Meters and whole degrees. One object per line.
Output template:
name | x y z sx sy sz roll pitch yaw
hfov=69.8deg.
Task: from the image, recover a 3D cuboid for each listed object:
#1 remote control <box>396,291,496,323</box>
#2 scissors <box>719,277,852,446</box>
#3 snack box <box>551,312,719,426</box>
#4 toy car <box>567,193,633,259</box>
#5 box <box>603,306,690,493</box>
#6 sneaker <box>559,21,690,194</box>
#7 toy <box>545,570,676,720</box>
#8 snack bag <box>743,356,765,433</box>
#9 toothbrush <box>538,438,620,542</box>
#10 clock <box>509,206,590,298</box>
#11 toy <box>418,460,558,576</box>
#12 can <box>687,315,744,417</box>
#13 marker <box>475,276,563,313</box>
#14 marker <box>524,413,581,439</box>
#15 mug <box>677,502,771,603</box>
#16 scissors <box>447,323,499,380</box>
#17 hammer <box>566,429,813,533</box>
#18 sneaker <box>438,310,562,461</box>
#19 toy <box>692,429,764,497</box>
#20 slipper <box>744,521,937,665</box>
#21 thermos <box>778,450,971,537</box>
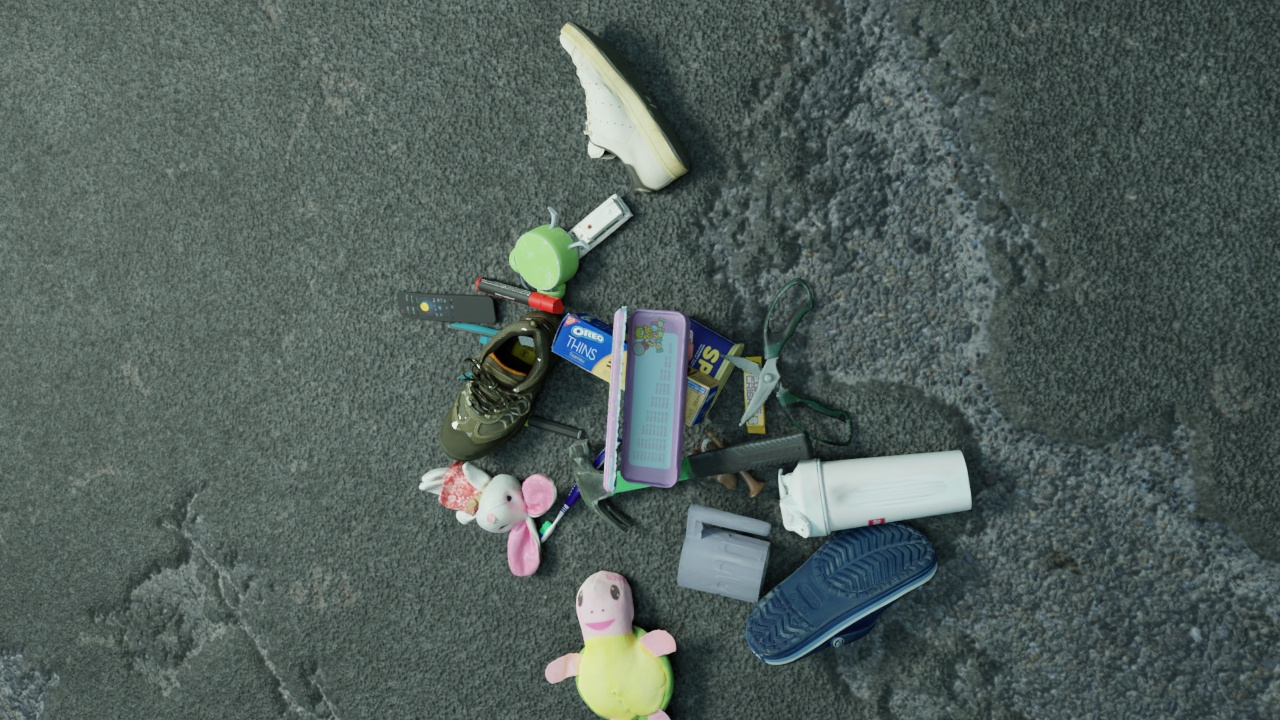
remote control | -0.271 -0.076 1.284 0.152 0.020 0.041 4 119 16
scissors | 0.201 0.012 1.144 0.201 0.015 0.201 31 81 -8
snack box | -0.007 0.007 1.141 0.207 0.056 0.057 28 103 14
toy car | -0.066 -0.172 1.212 0.113 0.039 0.039 -37 84 15
box | -0.001 0.046 1.062 0.089 0.092 0.214 5 96 18
sneaker | -0.039 -0.316 1.179 0.102 0.088 0.241 -36 88 22
toy | -0.029 0.399 1.211 0.190 0.087 0.238 -23 84 21
snack bag | 0.146 0.045 1.176 0.026 0.020 0.099 -2 93 14
toothbrush | -0.086 0.177 1.251 0.016 0.015 0.187 40 102 14
clock | -0.128 -0.132 1.217 0.094 0.042 0.120 45 135 10
toy | -0.206 0.192 1.252 0.194 0.084 0.159 24 114 12
can | 0.064 0.007 1.178 0.092 0.056 0.116 31 101 13
marker | -0.165 -0.088 1.233 0.145 0.023 0.021 18 75 34
marker | -0.141 0.086 1.259 0.124 0.018 0.021 15 53 13
mug | 0.108 0.241 1.157 0.104 0.083 0.124 12 122 13
scissors | -0.205 -0.014 1.271 0.156 0.019 0.124 27 104 8
hammer | 0.062 0.136 1.160 0.319 0.032 0.130 -15 96 25
sneaker | -0.183 0.040 1.182 0.101 0.143 0.238 36 95 4
toy | 0.107 0.138 1.181 0.102 0.041 0.055 50 122 1
slipper | 0.246 0.290 1.129 0.253 0.105 0.095 -32 128 1
thermos | 0.279 0.158 1.108 0.221 0.099 0.099 -9 91 12
